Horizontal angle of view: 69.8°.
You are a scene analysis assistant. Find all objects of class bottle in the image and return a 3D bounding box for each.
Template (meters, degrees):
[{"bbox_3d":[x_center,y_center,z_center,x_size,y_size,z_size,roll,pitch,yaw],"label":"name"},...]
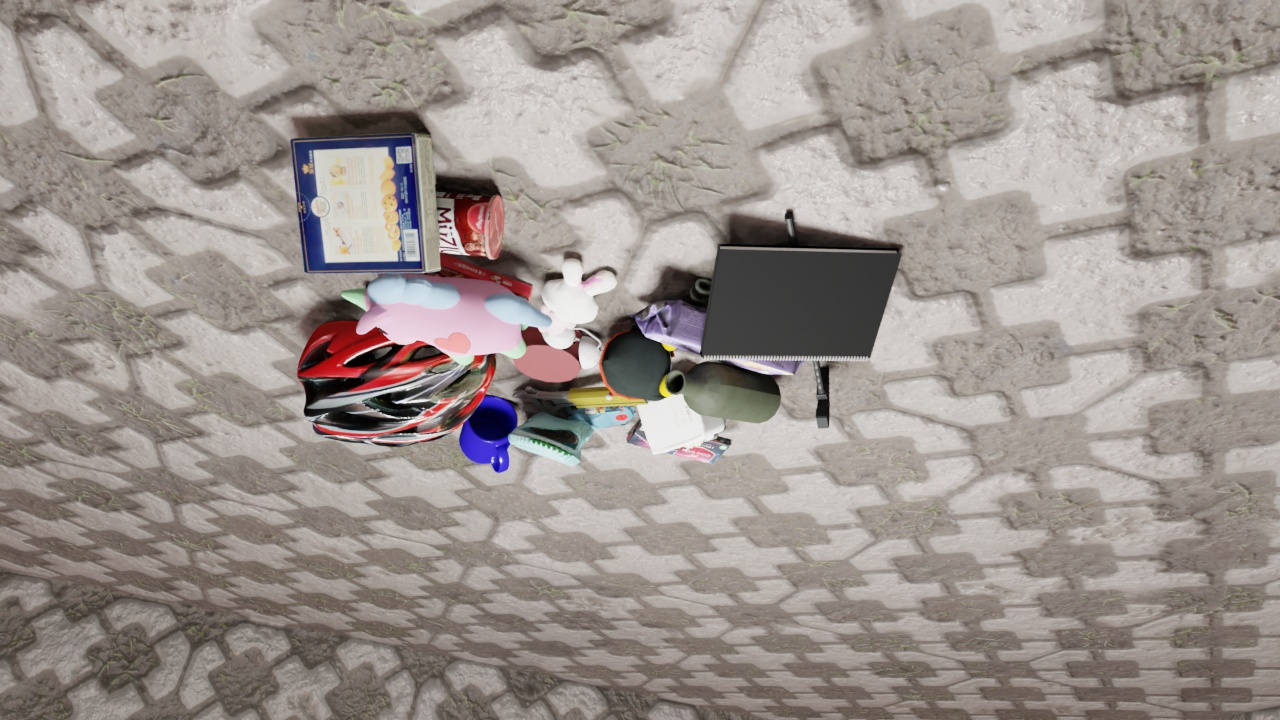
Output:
[{"bbox_3d":[0.104,0.040,1.192,0.072,0.071,0.206,-18,162,35],"label":"bottle"}]

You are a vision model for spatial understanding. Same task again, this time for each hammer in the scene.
[{"bbox_3d":[0.203,-0.054,1.107,0.015,0.094,0.325,-4,137,17],"label":"hammer"}]

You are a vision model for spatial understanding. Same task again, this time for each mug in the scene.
[{"bbox_3d":[-0.232,0.123,1.428,0.079,0.111,0.084,-15,157,-26],"label":"mug"}]

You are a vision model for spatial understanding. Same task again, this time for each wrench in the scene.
[{"bbox_3d":[-0.080,0.056,1.334,0.274,0.018,0.083,-4,149,35],"label":"wrench"}]

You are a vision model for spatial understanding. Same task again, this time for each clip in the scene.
[{"bbox_3d":[0.098,-0.078,1.118,0.076,0.023,0.047,15,146,-15],"label":"clip"}]

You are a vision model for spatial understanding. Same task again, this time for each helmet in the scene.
[{"bbox_3d":[-0.338,0.032,1.285,0.272,0.166,0.218,-5,151,-3],"label":"helmet"}]

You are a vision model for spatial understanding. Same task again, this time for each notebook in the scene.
[{"bbox_3d":[0.179,-0.062,1.046,0.206,0.016,0.149,0,127,-9],"label":"notebook"}]

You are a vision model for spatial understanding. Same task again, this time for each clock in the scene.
[{"bbox_3d":[-0.114,-0.016,1.237,0.138,0.048,0.096,-19,139,36],"label":"clock"}]

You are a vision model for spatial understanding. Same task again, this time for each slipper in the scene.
[{"bbox_3d":[-0.134,0.115,1.394,0.116,0.069,0.276,16,173,0],"label":"slipper"}]

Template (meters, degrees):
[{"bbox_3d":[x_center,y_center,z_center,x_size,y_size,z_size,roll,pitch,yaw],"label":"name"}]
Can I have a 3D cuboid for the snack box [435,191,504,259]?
[{"bbox_3d":[-0.219,-0.154,1.024,0.121,0.072,0.072,6,148,4],"label":"snack box"}]

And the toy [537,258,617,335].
[{"bbox_3d":[-0.086,-0.077,1.142,0.076,0.037,0.126,25,131,-17],"label":"toy"}]

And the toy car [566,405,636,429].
[{"bbox_3d":[-0.062,0.087,1.407,0.108,0.027,0.060,-3,146,18],"label":"toy car"}]

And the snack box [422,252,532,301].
[{"bbox_3d":[-0.214,-0.088,1.172,0.133,0.021,0.089,19,145,-17],"label":"snack box"}]

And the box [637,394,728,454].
[{"bbox_3d":[0.080,0.070,1.314,0.130,0.103,0.110,-14,172,-46],"label":"box"}]

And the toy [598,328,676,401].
[{"bbox_3d":[-0.007,0.007,1.216,0.099,0.097,0.119,2,173,-12],"label":"toy"}]

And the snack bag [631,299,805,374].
[{"bbox_3d":[0.098,-0.033,1.133,0.205,0.058,0.096,17,177,-15],"label":"snack bag"}]

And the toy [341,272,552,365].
[{"bbox_3d":[-0.229,-0.060,1.105,0.222,0.120,0.171,-4,154,19],"label":"toy"}]

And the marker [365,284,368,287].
[{"bbox_3d":[-0.289,-0.076,1.210,0.145,0.019,0.019,12,148,-7],"label":"marker"}]

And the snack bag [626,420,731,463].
[{"bbox_3d":[0.061,0.128,1.456,0.155,0.018,0.075,14,146,-13],"label":"snack bag"}]

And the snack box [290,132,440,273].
[{"bbox_3d":[-0.289,-0.164,0.971,0.145,0.144,0.042,1,-168,13],"label":"snack box"}]
